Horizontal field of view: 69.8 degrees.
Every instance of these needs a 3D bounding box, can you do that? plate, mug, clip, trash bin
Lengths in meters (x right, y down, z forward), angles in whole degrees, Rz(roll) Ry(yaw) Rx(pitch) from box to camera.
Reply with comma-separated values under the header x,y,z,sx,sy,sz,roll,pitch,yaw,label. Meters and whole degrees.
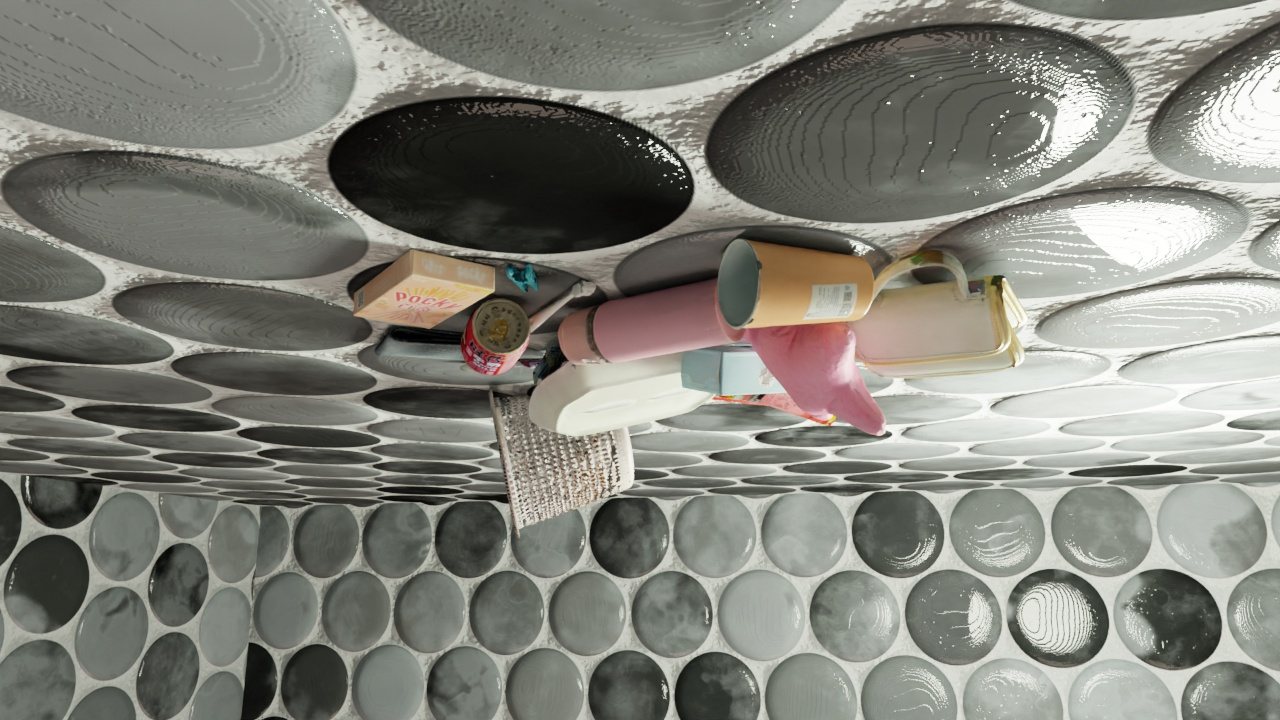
x,y,z,sx,sy,sz,roll,pitch,yaw,label
-0.003,0.037,1.102,0.265,0.034,0.162,-10,149,-24,plate
0.139,-0.065,0.809,0.122,0.078,0.078,0,167,-20,mug
-0.110,-0.078,0.874,0.048,0.014,0.057,-3,167,6,clip
-0.118,0.139,1.395,0.192,0.227,0.228,-11,168,-9,trash bin

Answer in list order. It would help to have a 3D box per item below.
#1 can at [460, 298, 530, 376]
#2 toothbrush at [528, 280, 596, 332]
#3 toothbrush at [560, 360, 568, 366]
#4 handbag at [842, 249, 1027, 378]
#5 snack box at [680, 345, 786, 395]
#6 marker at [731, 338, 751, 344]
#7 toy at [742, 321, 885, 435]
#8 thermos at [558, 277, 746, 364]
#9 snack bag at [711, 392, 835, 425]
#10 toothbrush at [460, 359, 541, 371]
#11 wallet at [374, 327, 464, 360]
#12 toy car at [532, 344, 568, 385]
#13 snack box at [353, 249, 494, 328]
x,y,z,sx,sy,sz,roll,pitch,yaw,label
-0.155,-0.025,0.979,0.066,0.066,0.094,4,166,-16,can
-0.091,-0.054,0.972,0.016,0.016,0.181,1,167,-29,toothbrush
-0.007,0.006,1.107,0.188,0.029,0.021,-6,-165,-27,toothbrush
0.272,-0.043,0.887,0.164,0.063,0.178,-6,150,35,handbag
0.137,0.010,1.066,0.174,0.051,0.074,-2,-173,-33,snack box
0.151,-0.024,1.045,0.131,0.018,0.023,2,124,20,marker
0.179,0.002,0.931,0.074,0.194,0.179,-41,178,-16,toy
0.013,-0.033,0.943,0.199,0.067,0.087,-11,159,35,thermos
0.171,0.041,1.264,0.207,0.073,0.129,9,160,-12,snack bag
-0.148,0.008,1.215,0.188,0.017,0.016,-3,168,9,toothbrush
-0.254,-0.018,1.116,0.120,0.019,0.097,5,167,-24,wallet
-0.104,0.004,1.155,0.049,0.031,0.106,-3,158,-24,toy car
-0.215,-0.066,0.896,0.084,0.026,0.158,10,164,-34,snack box
